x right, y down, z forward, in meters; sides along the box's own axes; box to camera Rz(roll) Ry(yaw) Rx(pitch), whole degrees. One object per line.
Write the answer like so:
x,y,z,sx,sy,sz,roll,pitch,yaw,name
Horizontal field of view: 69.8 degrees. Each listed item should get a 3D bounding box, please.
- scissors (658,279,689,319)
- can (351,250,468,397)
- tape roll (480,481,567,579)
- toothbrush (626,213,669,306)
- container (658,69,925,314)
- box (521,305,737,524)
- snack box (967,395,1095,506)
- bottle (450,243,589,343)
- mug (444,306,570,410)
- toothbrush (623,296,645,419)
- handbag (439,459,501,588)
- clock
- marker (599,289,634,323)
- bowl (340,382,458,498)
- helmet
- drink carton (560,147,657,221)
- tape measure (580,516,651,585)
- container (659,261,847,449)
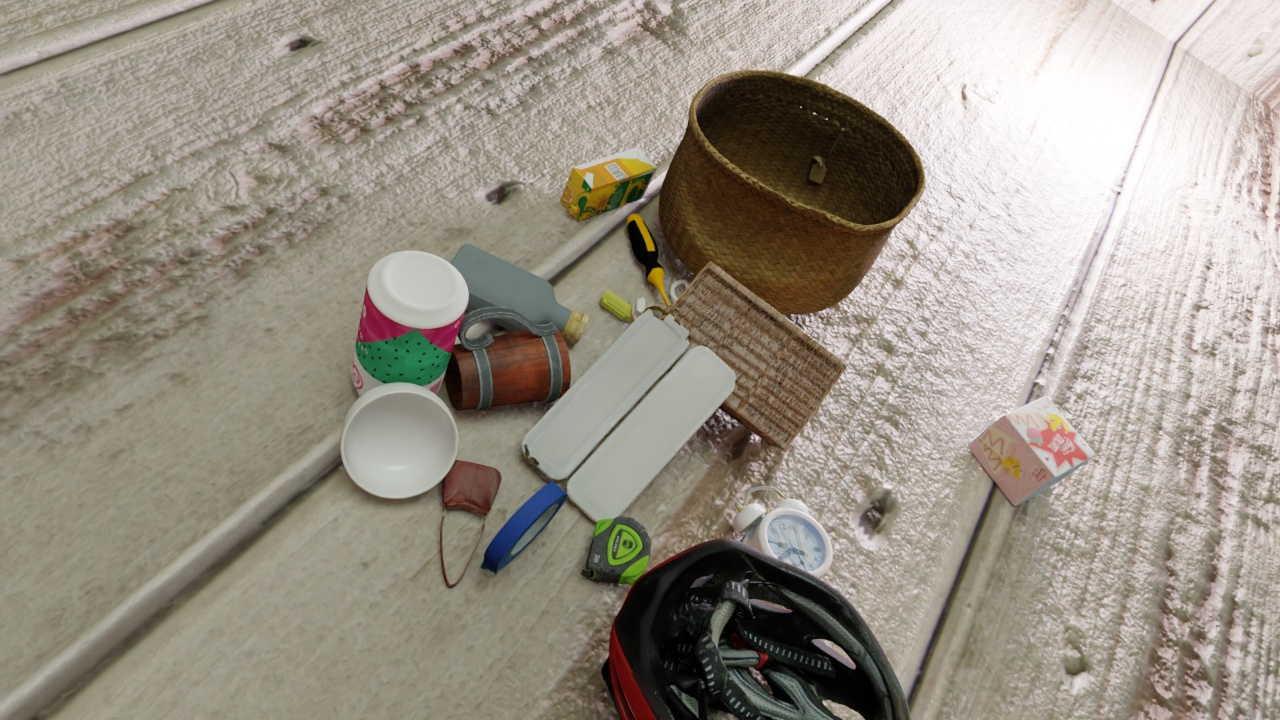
0.072,-0.052,1.120,0.125,0.011,0.128,-3,52,-20,scissors
-0.220,-0.022,0.861,0.088,0.166,0.088,13,50,-16,can
-0.103,0.149,0.830,0.016,0.092,0.092,41,53,9,tape roll
0.017,-0.108,1.127,0.030,0.031,0.196,-4,54,-23,toothbrush
0.180,-0.208,1.167,0.306,0.197,0.306,12,48,-14,container
-0.010,0.054,0.925,0.127,0.023,0.209,42,80,8,box
0.484,0.111,1.138,0.092,0.080,0.094,-16,63,-33,snack box
-0.136,-0.067,1.017,0.161,0.046,0.072,25,48,-5,bottle
-0.135,-0.005,0.925,0.111,0.118,0.081,-10,41,-26,mug
-0.006,0.006,1.026,0.015,0.018,0.180,11,58,-12,toothbrush
-0.165,0.152,0.849,0.055,0.029,0.119,14,55,-12,handbag
0.144,0.185,0.946,0.088,0.052,0.125,-4,53,-26,clock
0.006,-0.040,1.080,0.124,0.018,0.021,36,48,3,marker
-0.222,0.069,0.841,0.104,0.105,0.054,5,16,-21,bowl
0.096,0.280,0.768,0.272,0.167,0.216,31,47,0,helmet
-0.043,-0.226,1.176,0.122,0.058,0.041,-27,69,-38,drink carton
-0.021,0.184,0.881,0.058,0.036,0.065,17,52,0,tape measure
0.109,0.000,1.006,0.198,0.113,0.113,37,83,5,container
